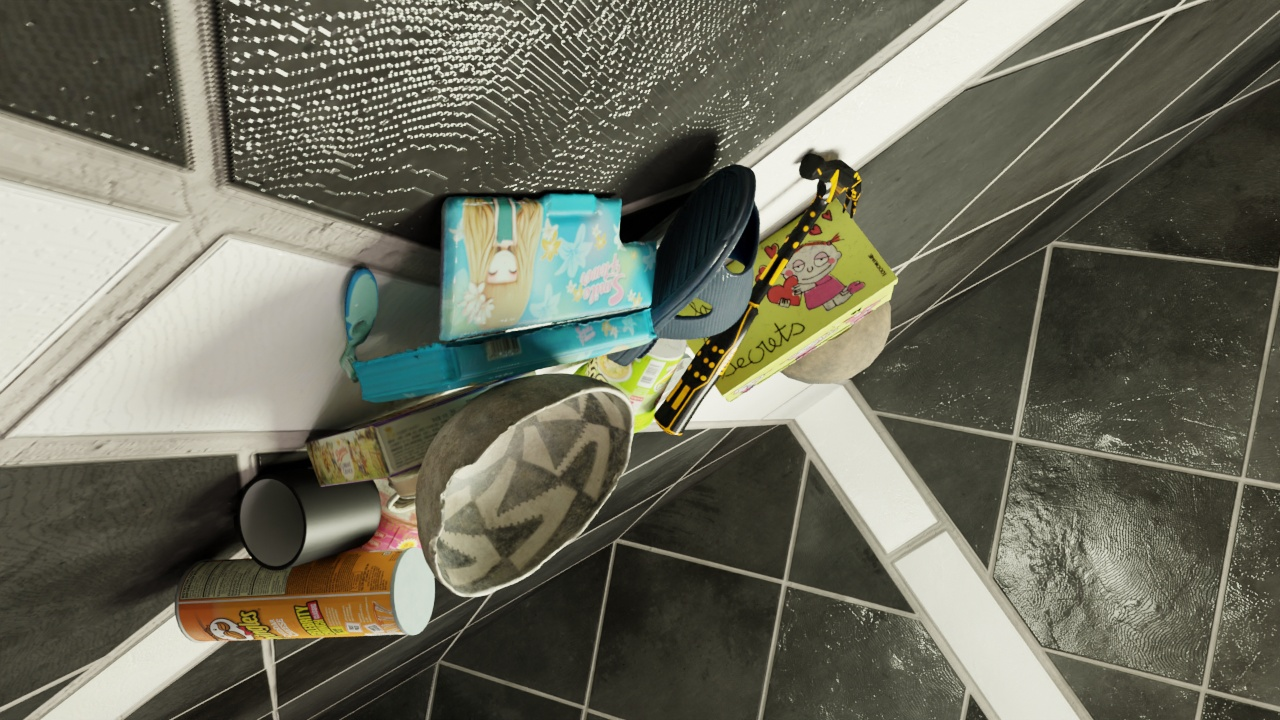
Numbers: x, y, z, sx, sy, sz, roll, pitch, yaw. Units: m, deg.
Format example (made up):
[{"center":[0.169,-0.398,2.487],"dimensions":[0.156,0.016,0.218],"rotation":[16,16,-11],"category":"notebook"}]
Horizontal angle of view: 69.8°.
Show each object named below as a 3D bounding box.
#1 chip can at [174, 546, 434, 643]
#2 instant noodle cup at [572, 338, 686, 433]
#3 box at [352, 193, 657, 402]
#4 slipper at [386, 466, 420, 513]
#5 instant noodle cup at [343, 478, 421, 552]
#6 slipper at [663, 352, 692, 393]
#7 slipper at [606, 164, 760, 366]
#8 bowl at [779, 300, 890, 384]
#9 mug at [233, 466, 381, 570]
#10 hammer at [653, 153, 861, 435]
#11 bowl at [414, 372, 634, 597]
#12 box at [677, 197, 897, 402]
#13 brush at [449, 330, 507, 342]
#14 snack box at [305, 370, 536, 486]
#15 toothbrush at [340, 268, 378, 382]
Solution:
[{"center":[-0.300,0.211,0.822],"dimensions":[0.215,0.075,0.075],"rotation":[-6,172,13],"category":"chip can"},{"center":[-0.006,0.006,0.951],"dimensions":[0.098,0.099,0.108],"rotation":[-20,154,-44],"category":"instant noodle cup"},{"center":[-0.070,-0.033,0.650],"dimensions":[0.226,0.086,0.170],"rotation":[-14,150,-53],"category":"box"},{"center":[-0.174,0.100,0.824],"dimensions":[0.114,0.054,0.273],"rotation":[-15,179,-11],"category":"slipper"},{"center":[-0.256,0.180,0.890],"dimensions":[0.109,0.098,0.097],"rotation":[-61,160,9],"category":"instant noodle cup"},{"center":[-0.019,0.054,1.145],"dimensions":[0.268,0.055,0.098],"rotation":[-25,152,-39],"category":"slipper"},{"center":[0.048,-0.059,0.776],"dimensions":[0.082,0.101,0.264],"rotation":[20,150,-15],"category":"slipper"},{"center":[0.208,-0.058,1.072],"dimensions":[0.162,0.162,0.070],"rotation":[-34,152,3],"category":"bowl"},{"center":[-0.294,0.132,0.786],"dimensions":[0.114,0.078,0.087],"rotation":[-9,178,26],"category":"mug"},{"center":[0.111,-0.056,0.909],"dimensions":[0.123,0.036,0.321],"rotation":[6,122,-54],"category":"hammer"},{"center":[-0.092,0.072,0.647],"dimensions":[0.178,0.081,0.179],"rotation":[-33,146,-26],"category":"bowl"},{"center":[0.150,-0.062,0.995],"dimensions":[0.221,0.124,0.083],"rotation":[-31,165,3],"category":"box"},{"center":[-0.129,-0.004,0.779],"dimensions":[0.048,0.017,0.126],"rotation":[-31,166,-9],"category":"brush"},{"center":[-0.171,0.055,0.733],"dimensions":[0.143,0.040,0.148],"rotation":[-21,-176,-39],"category":"snack box"},{"center":[-0.185,-0.020,0.600],"dimensions":[0.022,0.017,0.135],"rotation":[-24,164,-30],"category":"toothbrush"}]
